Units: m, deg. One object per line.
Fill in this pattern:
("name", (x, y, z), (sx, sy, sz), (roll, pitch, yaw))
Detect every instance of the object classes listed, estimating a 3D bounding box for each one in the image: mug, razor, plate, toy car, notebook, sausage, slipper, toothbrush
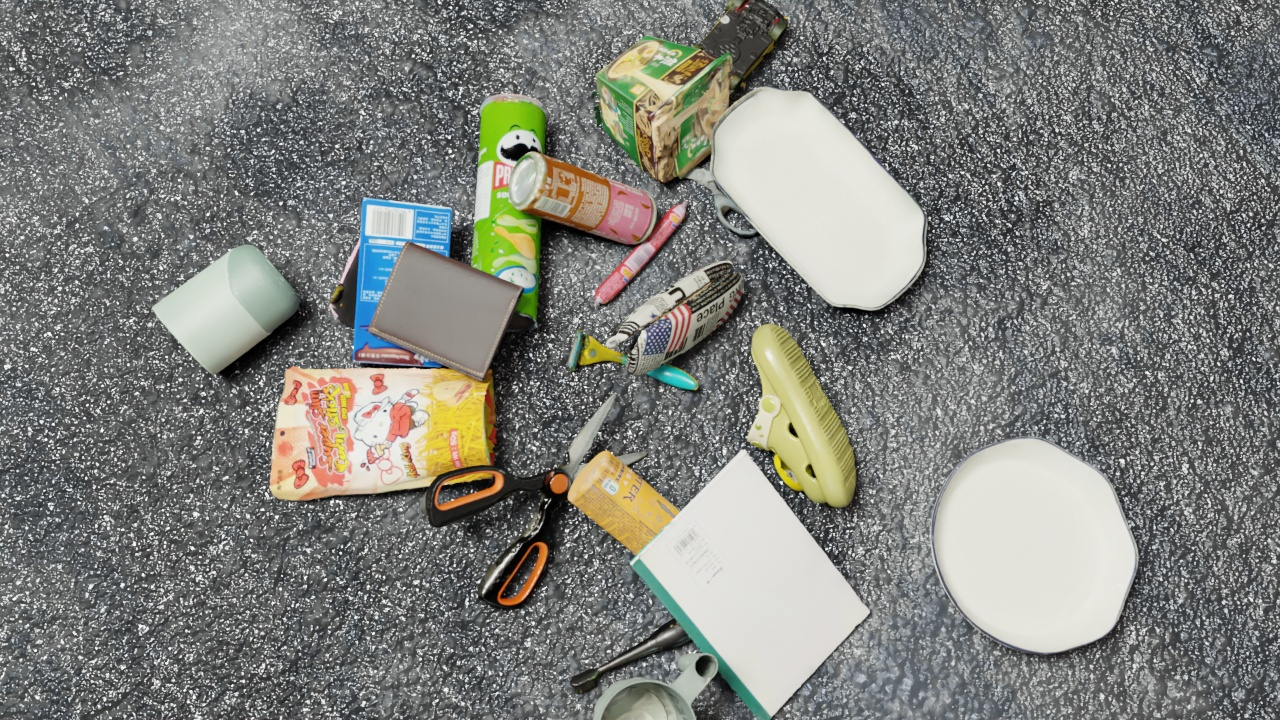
("mug", (-0.395, -0.057, 0.874), (0.106, 0.082, 0.112), (-42, 51, -15))
("razor", (-0.005, 0.005, 0.918), (0.132, 0.028, 0.043), (16, 106, 0))
("plate", (0.185, -0.169, 0.972), (0.265, 0.034, 0.161), (46, 74, 1))
("mug", (0.014, 0.303, 0.796), (0.083, 0.103, 0.123), (44, 73, 7))
("toy car", (-0.265, -0.089, 0.912), (0.056, 0.037, 0.122), (25, 82, -14))
("notebook", (0.104, 0.208, 0.839), (0.150, 0.012, 0.209), (-42, 104, -16))
("plate", (0.378, 0.180, 0.900), (0.205, 0.046, 0.204), (1, 74, -5))
("toy car", (0.103, -0.347, 1.022), (0.071, 0.041, 0.155), (36, 72, 5))
("sausage", (0.002, -0.112, 0.957), (0.020, 0.020, 0.155), (39, 74, 6))
("slipper", (0.146, 0.059, 0.900), (0.082, 0.091, 0.190), (-26, 87, 28))
("toothbrush", (0.033, 0.254, 0.853), (0.212, 0.027, 0.026), (-25, 34, -11))

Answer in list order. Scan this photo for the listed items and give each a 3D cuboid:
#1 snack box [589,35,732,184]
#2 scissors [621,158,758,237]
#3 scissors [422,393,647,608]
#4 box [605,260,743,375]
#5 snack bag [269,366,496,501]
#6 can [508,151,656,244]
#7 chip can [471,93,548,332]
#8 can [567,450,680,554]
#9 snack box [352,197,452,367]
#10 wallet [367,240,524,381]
("snack box", (0.021, -0.270, 0.957), (0.105, 0.118, 0.117), (39, 69, 23))
("scissors", (0.072, -0.197, 0.992), (0.159, 0.014, 0.171), (-19, 76, -10))
("scissors", (-0.095, 0.131, 0.856), (0.220, 0.022, 0.223), (6, 93, -31))
("box", (0.046, -0.039, 0.900), (0.163, 0.074, 0.079), (-32, 85, -32))
("snack bag", (-0.241, 0.064, 0.865), (0.208, 0.073, 0.128), (-2, 75, 1))
("can", (-0.056, -0.158, 0.907), (0.147, 0.058, 0.057), (12, 69, -39))
("chip can", (-0.134, -0.147, 0.926), (0.072, 0.072, 0.235), (3, 75, -5))
("can", (0.004, 0.149, 0.846), (0.146, 0.058, 0.058), (40, 73, -9))
("snack box", (-0.231, -0.074, 0.889), (0.084, 0.026, 0.157), (4, 90, -17))
("wallet", (-0.182, -0.047, 0.856), (0.122, 0.020, 0.096), (22, 88, 6))
